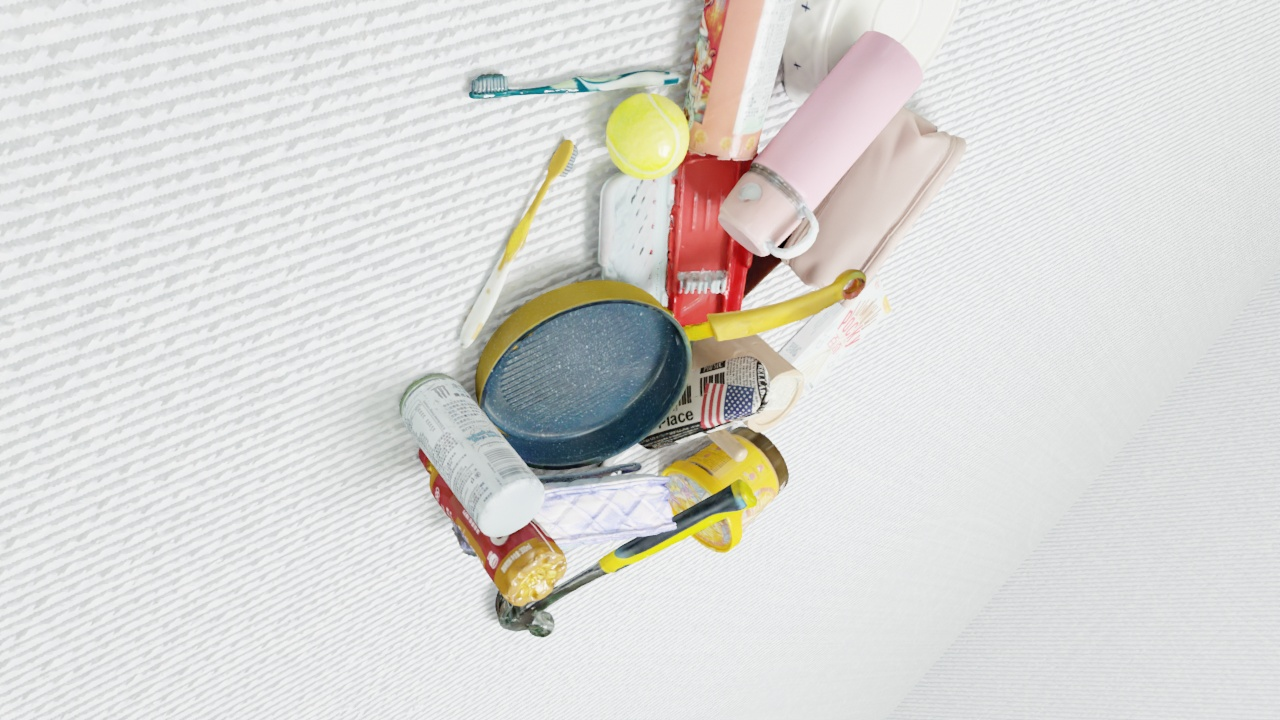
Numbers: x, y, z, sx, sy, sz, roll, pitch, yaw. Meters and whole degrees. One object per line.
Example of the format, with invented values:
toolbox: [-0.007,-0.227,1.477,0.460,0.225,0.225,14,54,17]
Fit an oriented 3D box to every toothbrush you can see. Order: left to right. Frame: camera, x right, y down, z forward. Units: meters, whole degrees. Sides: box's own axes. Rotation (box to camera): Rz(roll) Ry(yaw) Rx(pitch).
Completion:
toothbrush: [-0.098,-0.090,0.732,0.018,0.016,0.192,4,121,-57]
toothbrush: [-0.041,-0.207,0.677,0.191,0.016,0.018,-17,124,-34]

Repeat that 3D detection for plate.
plate: [0.211,-0.308,0.806,0.204,0.045,0.205,-27,141,-25]

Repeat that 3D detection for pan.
pan: [0.026,-0.010,0.811,0.357,0.078,0.198,-28,138,-2]

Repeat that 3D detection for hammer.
hammer: [-0.021,0.217,1.003,0.324,0.032,0.126,-31,145,15]

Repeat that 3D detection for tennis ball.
tennis ball: [0.005,-0.173,0.711,0.065,0.065,0.066,-26,140,-25]

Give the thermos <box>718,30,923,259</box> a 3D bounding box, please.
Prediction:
thermos: [0.152,-0.172,0.757,0.198,0.087,0.067,-50,146,-3]

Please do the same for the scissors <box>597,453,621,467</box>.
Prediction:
scissors: [-0.062,0.136,0.988,0.132,0.012,0.173,-11,130,-38]

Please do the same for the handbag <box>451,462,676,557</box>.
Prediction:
handbag: [-0.068,0.143,0.888,0.193,0.134,0.075,0,80,-40]

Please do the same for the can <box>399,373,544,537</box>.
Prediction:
can: [-0.137,0.073,0.736,0.058,0.147,0.058,-26,139,-25]

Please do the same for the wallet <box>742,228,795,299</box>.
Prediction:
wallet: [0.115,-0.111,0.923,0.122,0.020,0.096,-44,144,1]

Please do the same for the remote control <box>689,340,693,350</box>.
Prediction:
remote control: [-0.005,0.005,0.911,0.134,0.019,0.056,-19,136,-33]

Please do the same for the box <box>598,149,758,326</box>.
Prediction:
box: [0.029,-0.095,0.826,0.161,0.058,0.201,-16,135,-20]

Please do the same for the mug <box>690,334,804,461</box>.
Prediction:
mug: [0.099,0.030,0.968,0.084,0.103,0.125,5,120,-47]

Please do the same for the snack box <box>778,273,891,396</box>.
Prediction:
snack box: [0.233,-0.033,1.107,0.157,0.027,0.084,-45,144,0]

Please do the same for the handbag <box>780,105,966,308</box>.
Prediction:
handbag: [0.259,-0.165,0.945,0.233,0.093,0.194,-26,153,-55]

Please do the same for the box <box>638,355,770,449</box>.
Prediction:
box: [0.058,0.045,0.920,0.165,0.068,0.052,-20,166,33]

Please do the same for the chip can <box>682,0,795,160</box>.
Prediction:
chip can: [0.081,-0.263,0.697,0.071,0.071,0.215,-18,136,-33]

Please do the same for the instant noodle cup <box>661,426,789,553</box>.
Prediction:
instant noodle cup: [0.103,0.145,1.080,0.114,0.118,0.119,-35,144,-29]

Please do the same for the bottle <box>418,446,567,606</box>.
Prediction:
bottle: [-0.130,0.124,0.768,0.057,0.175,0.058,-26,139,-25]
